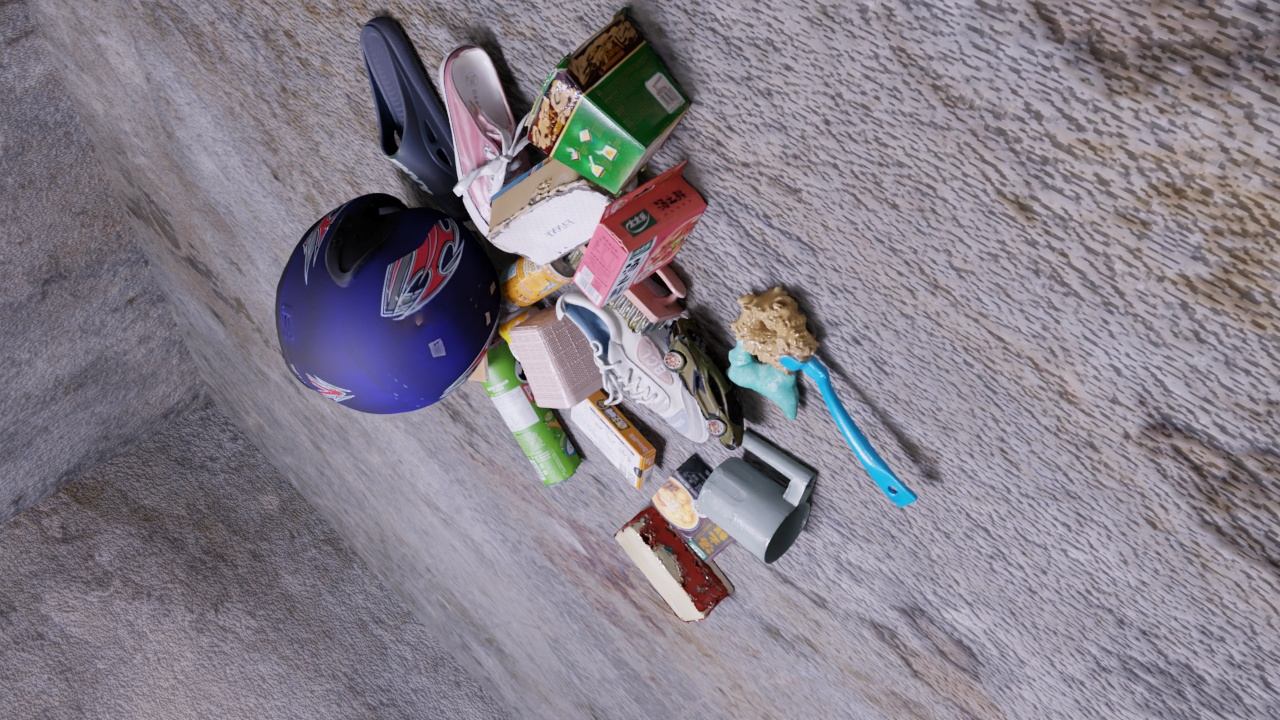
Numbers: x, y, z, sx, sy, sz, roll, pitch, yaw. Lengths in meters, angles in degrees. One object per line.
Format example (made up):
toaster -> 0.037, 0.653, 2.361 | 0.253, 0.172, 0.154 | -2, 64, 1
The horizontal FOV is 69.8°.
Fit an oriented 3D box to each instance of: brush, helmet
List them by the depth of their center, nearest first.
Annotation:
brush -> 0.176, 0.034, 0.876 | 0.254, 0.045, 0.083 | 54, 145, 8
brush -> -0.016, -0.097, 1.002 | 0.145, 0.063, 0.073 | 46, 120, 16
helmet -> -0.298, -0.083, 1.172 | 0.241, 0.314, 0.247 | -3, 139, 19

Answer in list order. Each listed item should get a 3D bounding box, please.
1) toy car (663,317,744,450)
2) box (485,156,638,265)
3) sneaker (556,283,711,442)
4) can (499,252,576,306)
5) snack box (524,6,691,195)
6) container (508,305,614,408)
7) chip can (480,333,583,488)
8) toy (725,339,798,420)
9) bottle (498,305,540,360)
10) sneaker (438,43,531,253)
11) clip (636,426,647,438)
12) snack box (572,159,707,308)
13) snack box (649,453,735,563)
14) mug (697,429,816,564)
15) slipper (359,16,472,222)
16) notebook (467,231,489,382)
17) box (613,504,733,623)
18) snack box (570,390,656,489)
toy car -> 0.074, 0.025, 0.996 | 0.042, 0.070, 0.158 | -25, 103, 24
box -> -0.088, -0.159, 0.963 | 0.089, 0.059, 0.185 | 24, 152, -38
sneaker -> -0.006, 0.006, 1.059 | 0.242, 0.090, 0.090 | 53, 151, -1
can -> -0.120, -0.109, 1.124 | 0.058, 0.058, 0.146 | 58, 149, -8
snack box -> -0.024, -0.228, 0.837 | 0.105, 0.118, 0.118 | 40, 150, -3
container -> -0.103, -0.009, 1.178 | 0.090, 0.090, 0.111 | -1, 118, 54
chip can -> -0.173, 0.076, 1.371 | 0.072, 0.072, 0.236 | -8, 115, 56
toy -> 0.123, 0.010, 0.949 | 0.092, 0.030, 0.096 | 20, 131, 39
bottle -> -0.142, -0.020, 1.240 | 0.108, 0.063, 0.063 | 58, 149, -9
sneaker -> -0.159, -0.226, 1.018 | 0.088, 0.118, 0.241 | -137, 30, -59
clip -> -0.008, 0.105, 1.239 | 0.043, 0.014, 0.057 | 54, 152, -1
snack box -> 0.002, -0.121, 0.894 | 0.044, 0.113, 0.127 | 49, 149, 9
snack box -> 0.077, 0.195, 1.187 | 0.113, 0.053, 0.126 | 46, 144, 11
mug -> 0.135, 0.152, 1.045 | 0.103, 0.083, 0.124 | 34, 118, 31
slipper -> -0.297, -0.290, 1.157 | 0.111, 0.083, 0.268 | 6, 125, 53
notebook -> -0.264, -0.076, 1.320 | 0.148, 0.008, 0.208 | 4, 100, 51
box -> 0.041, 0.290, 1.298 | 0.168, 0.080, 0.092 | 51, 150, 2
snack box -> -0.039, 0.097, 1.237 | 0.154, 0.026, 0.075 | 45, 147, 29
